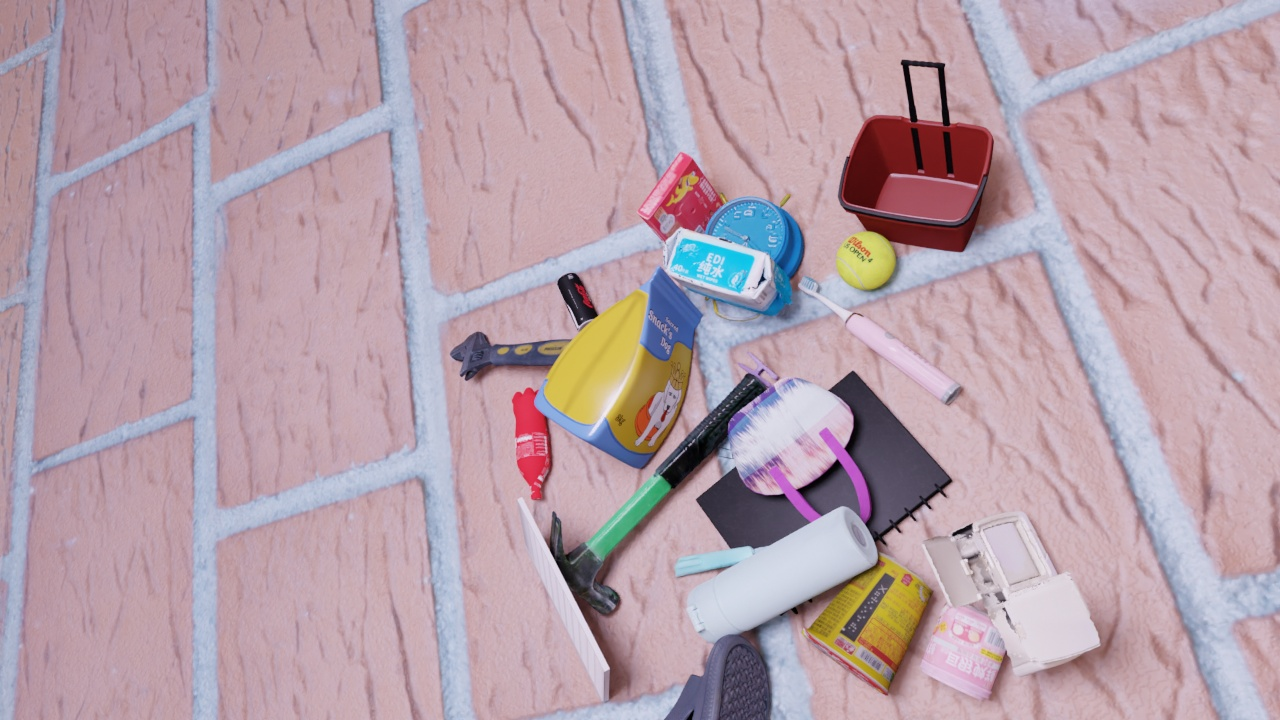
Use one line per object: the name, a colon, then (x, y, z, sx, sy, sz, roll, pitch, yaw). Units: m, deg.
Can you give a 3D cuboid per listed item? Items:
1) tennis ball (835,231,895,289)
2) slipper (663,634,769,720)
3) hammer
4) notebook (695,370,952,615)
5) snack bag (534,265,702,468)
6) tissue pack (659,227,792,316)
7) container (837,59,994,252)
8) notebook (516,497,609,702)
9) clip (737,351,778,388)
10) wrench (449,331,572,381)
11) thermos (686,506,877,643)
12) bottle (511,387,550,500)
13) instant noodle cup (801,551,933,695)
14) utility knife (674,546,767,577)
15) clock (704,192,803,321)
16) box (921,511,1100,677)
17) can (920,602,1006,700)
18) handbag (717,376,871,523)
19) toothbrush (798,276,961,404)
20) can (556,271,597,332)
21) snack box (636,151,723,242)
tennis ball: (0.254, -0.112, 1.033, 0.065, 0.065, 0.065, -7, 70, 21)
slipper: (0.062, 0.410, 0.936, 0.083, 0.110, 0.268, 5, 80, 42)
hammer: (0.025, 0.137, 1.045, 0.318, 0.130, 0.032, -45, 23, -4)
notebook: (0.196, 0.146, 1.002, 0.231, 0.019, 0.169, -41, 61, 7)
snack bag: (-0.006, 0.006, 1.057, 0.102, 0.159, 0.205, 30, 86, 29)
tissue pack: (0.094, -0.100, 1.019, 0.144, 0.092, 0.061, 19, 88, 25)
container: (0.291, -0.203, 0.969, 0.148, 0.200, 0.127, 15, 79, 27)
notebook: (-0.086, 0.269, 1.023, 0.009, 0.143, 0.209, -24, 62, -16)
clip: (0.139, 0.010, 1.074, 0.052, 0.013, 0.036, 38, 91, 26)
wrench: (-0.159, -0.008, 1.159, 0.274, 0.022, 0.073, -2, 52, 45)
thermos: (0.138, 0.224, 0.939, 0.207, 0.077, 0.065, -36, 70, 24)
bottle: (-0.135, 0.104, 1.148, 0.042, 0.042, 0.141, -14, 68, 19)
instant noodle cup: (0.233, 0.257, 0.913, 0.100, 0.100, 0.112, 31, 77, 29)
utility knife: (0.102, 0.215, 1.003, 0.159, 0.015, 0.022, -19, 63, 33)
clock: (0.130, -0.122, 1.094, 0.117, 0.060, 0.161, 3, 77, 24)
box: (0.347, 0.202, 0.819, 0.101, 0.186, 0.145, -35, 66, 31)
can: (0.313, 0.276, 0.879, 0.067, 0.067, 0.076, 20, 82, 28)
handbag: (0.179, 0.111, 0.982, 0.145, 0.068, 0.170, -39, 67, 8)
toothbrush: (0.260, -0.028, 1.024, 0.222, 0.027, 0.027, 42, 121, 28)
can: (-0.081, -0.075, 1.188, 0.031, 0.031, 0.080, -32, 63, 11)
snack box: (0.053, -0.181, 1.106, 0.021, 0.133, 0.089, 36, 89, 29)
